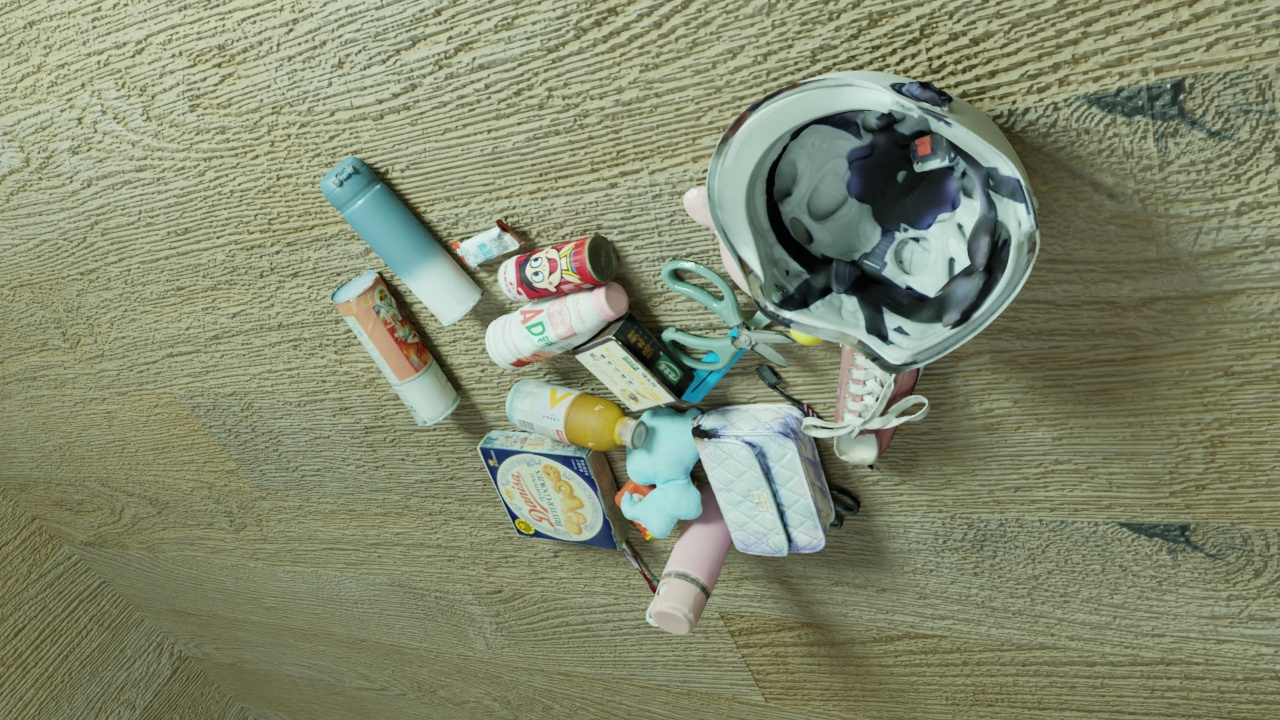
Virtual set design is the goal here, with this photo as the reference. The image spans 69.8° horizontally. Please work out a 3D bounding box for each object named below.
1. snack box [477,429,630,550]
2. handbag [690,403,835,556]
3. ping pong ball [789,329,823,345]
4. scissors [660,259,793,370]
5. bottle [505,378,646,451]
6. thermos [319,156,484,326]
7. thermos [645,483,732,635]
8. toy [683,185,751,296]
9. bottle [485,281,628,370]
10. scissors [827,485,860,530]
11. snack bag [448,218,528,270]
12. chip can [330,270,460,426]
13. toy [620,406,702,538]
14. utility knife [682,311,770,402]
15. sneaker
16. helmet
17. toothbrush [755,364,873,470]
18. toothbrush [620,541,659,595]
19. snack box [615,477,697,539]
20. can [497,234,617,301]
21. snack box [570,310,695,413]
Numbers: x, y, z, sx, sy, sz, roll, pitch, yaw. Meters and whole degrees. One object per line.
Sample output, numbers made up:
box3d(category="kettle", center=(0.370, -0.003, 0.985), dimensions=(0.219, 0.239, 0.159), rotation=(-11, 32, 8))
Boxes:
box3d(category="snack box", center=(-0.121, 0.184, 1.309), dimensions=(0.183, 0.045, 0.178), rotation=(2, 127, 27))
box3d(category="handbag", center=(0.148, 0.146, 1.097), dimensions=(0.134, 0.075, 0.194), rotation=(-4, 122, 31))
box3d(category="ping pong ball", center=(0.173, -0.035, 0.941), dimensions=(0.040, 0.040, 0.040), rotation=(15, 137, 15))
box3d(category="scissors", center=(0.082, -0.027, 0.998), dimensions=(0.175, 0.019, 0.176), rotation=(37, 140, 6))
box3d(category="bottle", center=(-0.081, 0.071, 1.148), dimensions=(0.190, 0.067, 0.068), rotation=(13, 137, 30))
box3d(category="thermos", center=(-0.279, -0.140, 1.073), dimensions=(0.070, 0.070, 0.220), rotation=(-21, 118, 41))
box3d(category="thermos", center=(0.067, 0.253, 1.167), dimensions=(0.067, 0.198, 0.087), rotation=(42, 139, -16))
box3d(category="toy", center=(0.119, -0.123, 0.875), dimensions=(0.122, 0.054, 0.159), rotation=(-32, 112, 36))
box3d(category="bottle", center=(-0.097, -0.044, 1.061), dimensions=(0.197, 0.068, 0.068), rotation=(-20, 119, 41))
box3d(category="scissors", center=(0.187, 0.159, 1.147), dimensions=(0.171, 0.014, 0.151), rotation=(3, 131, 27))
box3d(category="snack bag", center=(-0.176, -0.132, 1.049), dimensions=(0.104, 0.026, 0.048), rotation=(-20, 126, 40))
box3d(category="chip can", center=(-0.322, -0.014, 1.213), dimensions=(0.071, 0.071, 0.215), rotation=(-5, 128, 32))
box3d(category="toy", center=(0.027, 0.130, 1.142), dimensions=(0.162, 0.049, 0.156), rotation=(-36, 84, 19))
box3d(category="utility knife", center=(0.098, -0.010, 1.027), dimensions=(0.034, 0.018, 0.205), rotation=(35, 137, -5))
box3d(category="sneaker", center=(0.236, 0.036, 0.942), dimensions=(0.118, 0.087, 0.241), rotation=(16, 138, 15))
box3d(category="helmet", center=(0.194, -0.134, 0.754), dimensions=(0.258, 0.145, 0.230), rotation=(31, 131, 5))
box3d(category="toothbrush", center=(0.203, 0.066, 1.047), dimensions=(0.189, 0.014, 0.018), rotation=(40, 125, -13))
box3d(category="toothbrush", center=(-0.012, 0.292, 1.388), dimensions=(0.016, 0.017, 0.187), rotation=(-9, 124, 39))
box3d(category="snack box", center=(0.018, 0.180, 1.214), dimensions=(0.080, 0.081, 0.091), rotation=(40, 137, 2))
box3d(category="can", center=(-0.093, -0.100, 1.015), dimensions=(0.133, 0.053, 0.053), rotation=(-9, 126, 35))
box3d(category="snack box", center=(-0.006, 0.006, 1.051), dimensions=(0.113, 0.053, 0.126), rotation=(44, 152, -16))
